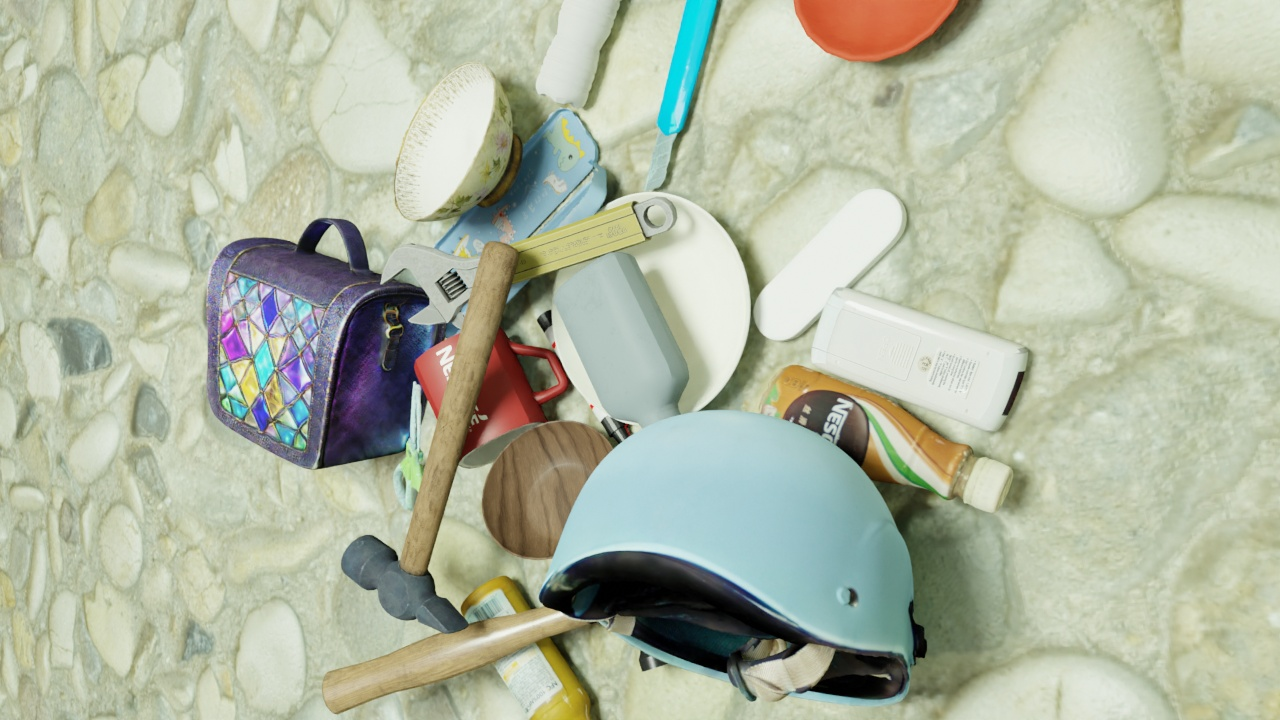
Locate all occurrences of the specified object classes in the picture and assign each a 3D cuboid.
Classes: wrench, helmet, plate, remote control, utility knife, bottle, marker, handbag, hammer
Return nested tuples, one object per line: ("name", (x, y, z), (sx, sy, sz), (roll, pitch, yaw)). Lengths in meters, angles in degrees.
("wrench", (-0.095, -0.084, 0.739), (0.274, 0.018, 0.083), (-16, 104, 25))
("helmet", (0.072, 0.132, 0.593), (0.226, 0.266, 0.166), (3, 56, 31))
("plate", (0.011, -0.040, 0.728), (0.183, 0.034, 0.182), (2, 93, 33))
("remote control", (0.184, -0.003, 0.618), (0.138, 0.025, 0.060), (22, 106, 26))
("utility knife", (0.033, -0.228, 0.716), (0.031, 0.015, 0.198), (22, 101, 34))
("bottle", (-0.004, 0.004, 0.690), (0.072, 0.046, 0.161), (-33, 74, 29))
("marker", (-0.044, 0.019, 0.775), (0.019, 0.019, 0.145), (-43, 70, 27))
("bottle", (-0.086, 0.275, 0.793), (0.186, 0.053, 0.053), (50, 116, 21))
("bottle", (-0.045, -0.277, 0.748), (0.044, 0.044, 0.136), (30, 108, 28))
("handbag", (-0.307, -0.026, 0.882), (0.205, 0.125, 0.222), (19, 105, 31))
("hammer", (-0.132, 0.231, 0.770), (0.306, 0.040, 0.132), (-21, 74, 11))
("hammer", (-0.152, 0.061, 0.734), (0.129, 0.040, 0.322), (25, 104, 31))
("bottle", (0.162, 0.055, 0.618), (0.167, 0.059, 0.059), (23, 104, 30))
("remote control", (0.134, -0.067, 0.659), (0.137, 0.013, 0.043), (-47, 68, 25))

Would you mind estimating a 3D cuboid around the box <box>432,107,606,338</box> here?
("box", (-0.108, -0.113, 0.803), (0.210, 0.039, 0.126), (-40, 49, 28))

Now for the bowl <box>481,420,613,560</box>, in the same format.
("bowl", (-0.067, 0.108, 0.742), (0.119, 0.032, 0.119), (-10, 57, 16))

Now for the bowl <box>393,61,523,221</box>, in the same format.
("bowl", (-0.148, -0.178, 0.795), (0.146, 0.063, 0.145), (-22, 58, 40))

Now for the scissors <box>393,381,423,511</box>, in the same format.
("scissors", (-0.209, 0.085, 0.853), (0.065, 0.033, 0.174), (44, 141, 34))

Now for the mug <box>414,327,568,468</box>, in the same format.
("mug", (-0.123, 0.024, 0.797), (0.116, 0.080, 0.096), (-28, 75, 1))

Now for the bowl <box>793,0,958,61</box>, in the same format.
("bowl", (0.165, -0.260, 0.617), (0.122, 0.035, 0.122), (2, 93, 33))
